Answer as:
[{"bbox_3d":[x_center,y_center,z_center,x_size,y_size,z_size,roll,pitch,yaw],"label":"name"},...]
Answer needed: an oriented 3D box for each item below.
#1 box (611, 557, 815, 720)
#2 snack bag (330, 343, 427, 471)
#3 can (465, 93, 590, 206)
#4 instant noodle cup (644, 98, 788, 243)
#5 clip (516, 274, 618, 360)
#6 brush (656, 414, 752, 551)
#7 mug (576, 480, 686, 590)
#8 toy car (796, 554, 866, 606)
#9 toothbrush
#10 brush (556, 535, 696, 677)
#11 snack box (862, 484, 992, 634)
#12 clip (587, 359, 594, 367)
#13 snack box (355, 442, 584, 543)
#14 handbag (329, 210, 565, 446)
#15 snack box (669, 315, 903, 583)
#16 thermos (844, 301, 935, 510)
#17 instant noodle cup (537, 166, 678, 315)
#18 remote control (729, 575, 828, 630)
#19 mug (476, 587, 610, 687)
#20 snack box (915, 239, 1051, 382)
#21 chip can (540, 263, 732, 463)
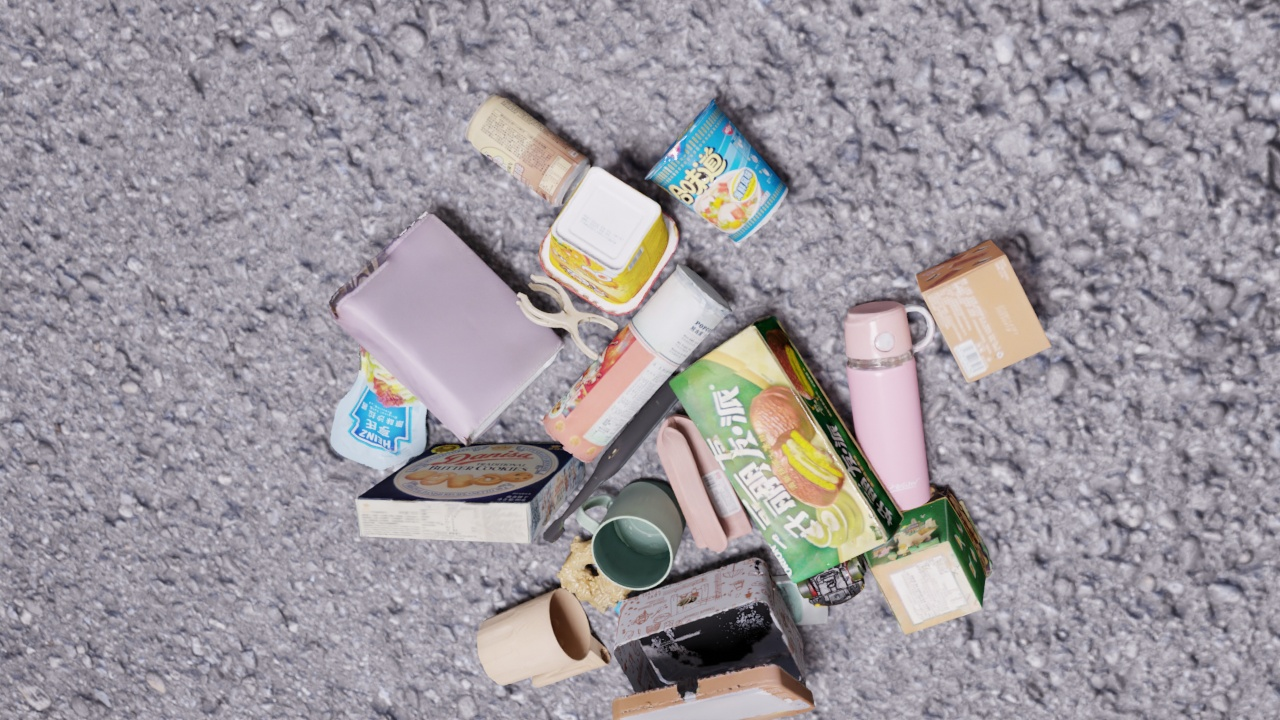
[{"bbox_3d":[0.071,0.325,0.935,0.182,0.157,0.148,-22,107,14],"label":"box"},{"bbox_3d":[-0.280,0.040,1.029,0.110,0.038,0.191,21,110,-5],"label":"snack bag"},{"bbox_3d":[-0.110,-0.207,0.906,0.116,0.058,0.059,37,110,1],"label":"can"},{"bbox_3d":[0.075,-0.170,0.861,0.110,0.099,0.099,41,110,-10],"label":"instant noodle cup"},{"bbox_3d":[-0.080,-0.036,0.902,0.103,0.035,0.076,43,72,0],"label":"clip"},{"bbox_3d":[0.061,0.124,0.954,0.063,0.073,0.145,-21,98,18],"label":"brush"},{"bbox_3d":[-0.011,0.174,0.966,0.112,0.106,0.082,23,110,5],"label":"mug"},{"bbox_3d":[0.180,0.182,0.957,0.071,0.041,0.156,-27,85,16],"label":"toy car"},{"bbox_3d":[-0.027,0.102,0.941,0.026,0.027,0.212,35,80,32],"label":"toothbrush"},{"bbox_3d":[0.005,0.295,1.038,0.083,0.045,0.254,-43,97,16],"label":"brush"},{"bbox_3d":[0.279,0.205,0.909,0.118,0.105,0.117,-26,99,19],"label":"snack box"},{"bbox_3d":[-0.030,0.012,0.974,0.056,0.027,0.024,5,113,2],"label":"clip"},{"bbox_3d":[-0.168,0.132,0.951,0.178,0.182,0.046,-1,103,13],"label":"snack box"},{"bbox_3d":[-0.197,-0.029,0.934,0.197,0.144,0.099,44,152,-1],"label":"handbag"},{"bbox_3d":[0.141,0.086,0.895,0.115,0.063,0.240,-35,84,33],"label":"snack box"},{"bbox_3d":[0.249,0.042,0.894,0.087,0.067,0.199,-9,102,0],"label":"thermos"},{"bbox_3d":[-0.031,-0.117,0.864,0.116,0.124,0.116,32,85,3],"label":"instant noodle cup"},{"bbox_3d":[0.137,0.266,1.005,0.135,0.019,0.056,-9,103,15],"label":"remote control"},{"bbox_3d":[-0.111,0.329,1.056,0.104,0.084,0.124,-26,125,20],"label":"mug"},{"bbox_3d":[0.309,-0.047,0.836,0.077,0.094,0.093,-27,98,18],"label":"snack box"},{"bbox_3d":[-0.005,0.005,0.924,0.071,0.071,0.215,41,104,-1],"label":"chip can"}]
